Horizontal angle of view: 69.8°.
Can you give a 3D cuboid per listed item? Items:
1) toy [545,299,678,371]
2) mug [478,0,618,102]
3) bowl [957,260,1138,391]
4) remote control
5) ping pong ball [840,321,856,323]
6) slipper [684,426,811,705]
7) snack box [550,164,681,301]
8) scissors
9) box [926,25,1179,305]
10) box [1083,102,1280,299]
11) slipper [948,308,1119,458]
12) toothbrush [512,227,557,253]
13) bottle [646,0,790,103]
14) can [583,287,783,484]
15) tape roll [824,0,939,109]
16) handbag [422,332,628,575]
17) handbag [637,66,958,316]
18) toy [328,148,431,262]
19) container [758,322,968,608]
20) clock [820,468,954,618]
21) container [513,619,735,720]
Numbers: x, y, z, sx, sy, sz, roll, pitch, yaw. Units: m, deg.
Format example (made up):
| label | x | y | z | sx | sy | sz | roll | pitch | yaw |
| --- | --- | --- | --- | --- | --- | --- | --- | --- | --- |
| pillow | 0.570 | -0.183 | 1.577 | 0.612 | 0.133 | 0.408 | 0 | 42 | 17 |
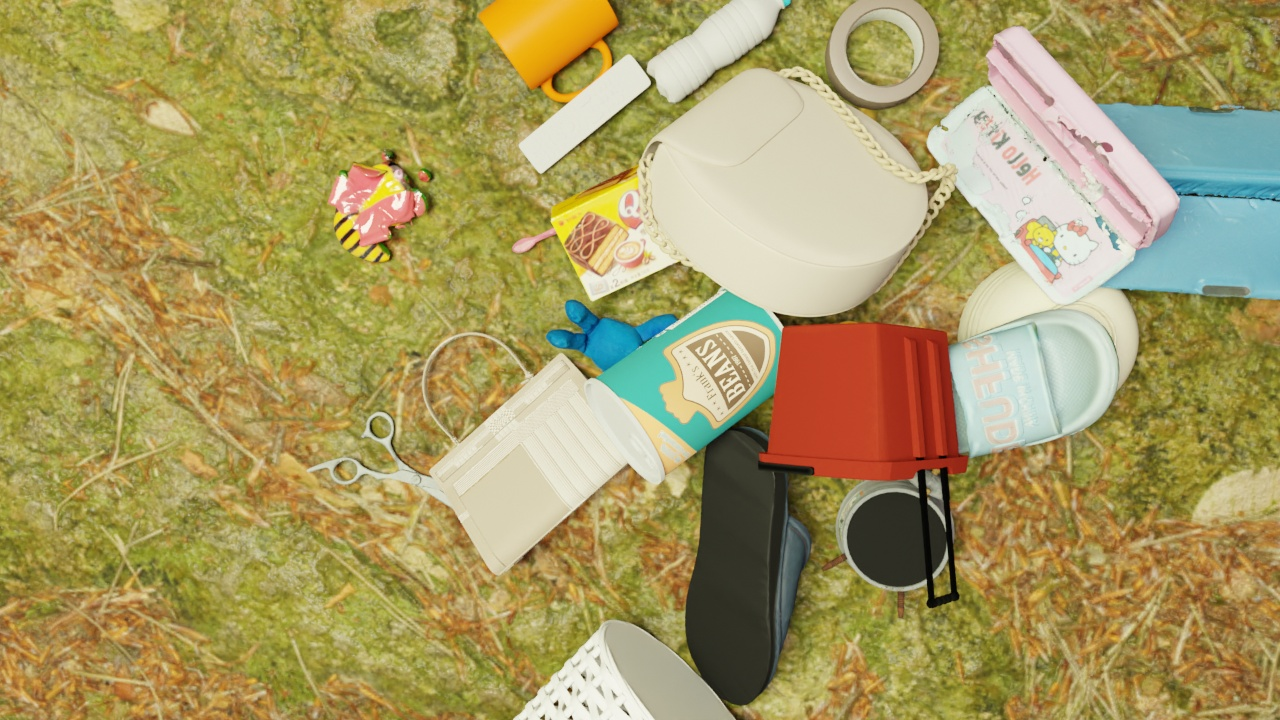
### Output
| label | x | y | z | sx | sy | sz | roll | pitch | yaw |
| --- | --- | --- | --- | --- | --- | --- | --- | --- | --- |
| toy | -0.005 | 0.005 | 0.816 | 0.176 | 0.071 | 0.113 | 25 | 93 | -18 |
| mug | -0.071 | -0.285 | 0.809 | 0.096 | 0.077 | 0.112 | -36 | 119 | 5 |
| bowl | 0.361 | -0.018 | 0.791 | 0.151 | 0.075 | 0.151 | 0 | 94 | 3 |
| remote control | -0.051 | -0.222 | 0.830 | 0.131 | 0.012 | 0.033 | -37 | 97 | 11 |
| ping pong ball | 0.187 | -0.015 | 0.820 | 0.040 | 0.040 | 0.040 | 0 | 93 | 4 |
| slipper | 0.106 | 0.180 | 0.810 | 0.083 | 0.109 | 0.266 | -11 | 113 | -37 |
| snack box | -0.015 | -0.116 | 0.808 | 0.106 | 0.061 | 0.083 | -25 | 109 | 4 |
| scissors | -0.228 | 0.117 | 0.867 | 0.130 | 0.014 | 0.153 | -36 | 89 | -4 |
| box | 0.318 | -0.153 | 0.738 | 0.101 | 0.111 | 0.201 | -34 | 67 | 12 |
| box | 0.480 | -0.139 | 0.759 | 0.232 | 0.060 | 0.175 | 3 | 72 | 2 |
| slipper | 0.264 | 0.034 | 0.760 | 0.246 | 0.074 | 0.104 | -17 | 93 | 34 |
| toothbrush | -0.056 | -0.130 | 0.843 | 0.135 | 0.016 | 0.021 | -25 | 92 | 3 |
| bottle | 0.071 | -0.282 | 0.809 | 0.136 | 0.044 | 0.044 | -35 | 91 | 5 |
| can | 0.041 | 0.018 | 0.745 | 0.143 | 0.099 | 0.099 | -35 | 91 | -16 |
| tape roll | 0.211 | -0.271 | 0.807 | 0.094 | 0.030 | 0.094 | 0 | 94 | 4 |
| handbag | -0.122 | 0.061 | 0.840 | 0.176 | 0.062 | 0.198 | -42 | 85 | 4 |
| handbag | 0.122 | -0.142 | 0.737 | 0.208 | 0.104 | 0.210 | 37 | 52 | 11 |
| toy | -0.242 | -0.141 | 0.841 | 0.084 | 0.046 | 0.103 | 27 | 100 | -12 |
| container | 0.175 | 0.075 | 0.704 | 0.127 | 0.147 | 0.201 | -1 | 87 | 45 |
| clock | 0.234 | 0.143 | 0.819 | 0.104 | 0.056 | 0.148 | 31 | 100 | 10 |
| container | -0.027 | 0.355 | 0.784 | 0.189 | 0.189 | 0.187 | 42 | 94 | 0 |
